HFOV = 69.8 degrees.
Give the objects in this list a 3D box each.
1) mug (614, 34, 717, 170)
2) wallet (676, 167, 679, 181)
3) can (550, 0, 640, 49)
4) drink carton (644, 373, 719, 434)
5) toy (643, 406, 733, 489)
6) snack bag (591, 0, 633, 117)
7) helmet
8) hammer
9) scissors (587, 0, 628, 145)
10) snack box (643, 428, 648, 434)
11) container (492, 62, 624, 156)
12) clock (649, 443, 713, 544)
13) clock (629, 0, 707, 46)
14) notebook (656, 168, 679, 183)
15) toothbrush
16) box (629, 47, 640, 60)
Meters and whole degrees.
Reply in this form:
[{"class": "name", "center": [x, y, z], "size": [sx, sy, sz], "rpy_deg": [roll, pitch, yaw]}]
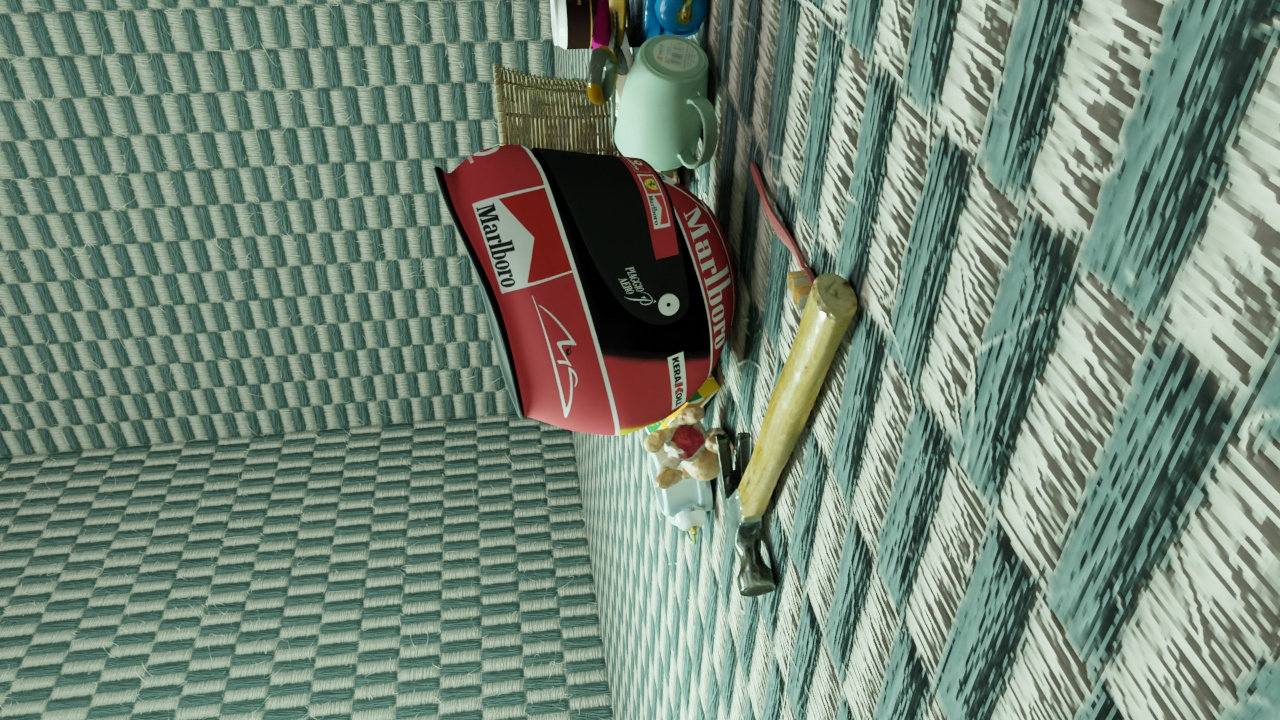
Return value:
[{"class": "mug", "center": [0.032, -0.232, 0.851], "size": [0.111, 0.084, 0.104], "rpy_deg": [53, 154, 20]}, {"class": "wallet", "center": [0.033, -0.242, 1.033], "size": [0.087, 0.013, 0.121], "rpy_deg": [-112, 17, -72]}, {"class": "can", "center": [-0.030, -0.374, 0.987], "size": [0.072, 0.128, 0.072], "rpy_deg": [174, 91, -83]}, {"class": "drink carton", "center": [0.033, 0.033, 0.948], "size": [0.058, 0.041, 0.123], "rpy_deg": [59, 154, 14]}, {"class": "toy", "center": [0.048, 0.096, 0.907], "size": [0.074, 0.085, 0.106], "rpy_deg": [49, 178, 23]}, {"class": "snack bag", "center": [-0.028, -0.312, 0.935], "size": [0.196, 0.016, 0.070], "rpy_deg": [52, -131, -79]}, {"class": "helmet", "center": [-0.031, -0.069, 0.802], "size": [0.197, 0.224, 0.271], "rpy_deg": [-131, 24, -67]}, {"class": "hammer", "center": [0.099, 0.052, 0.664], "size": [0.331, 0.033, 0.132], "rpy_deg": [98, 166, -56]}, {"class": "scissors", "center": [-0.023, -0.299, 0.851], "size": [0.225, 0.016, 0.226], "rpy_deg": [-69, -14, -73]}, {"class": "snack box", "center": [-0.007, 0.006, 1.097], "size": [0.143, 0.040, 0.148], "rpy_deg": [49, 157, 16]}, {"class": "container", "center": [-0.104, -0.313, 1.320], "size": [0.227, 0.196, 0.227], "rpy_deg": [174, 91, -82]}, {"class": "clock", "center": [0.048, 0.141, 0.996], "size": [0.083, 0.057, 0.117], "rpy_deg": [146, 112, -81]}, {"class": "clock", "center": [0.026, -0.356, 0.855], "size": [0.161, 0.060, 0.117], "rpy_deg": [-126, 33, -73]}, {"class": "notebook", "center": [0.015, -0.223, 1.040], "size": [0.211, 0.022, 0.169], "rpy_deg": [99, 164, -73]}, {"class": "toothbrush", "center": [0.096, -0.094, 0.650], "size": [0.184, 0.015, 0.015], "rpy_deg": [-101, 3, -49]}, {"class": "box", "center": [-0.007, -0.399, 1.098], "size": [0.085, 0.070, 0.198], "rpy_deg": [50, -148, -69]}]
